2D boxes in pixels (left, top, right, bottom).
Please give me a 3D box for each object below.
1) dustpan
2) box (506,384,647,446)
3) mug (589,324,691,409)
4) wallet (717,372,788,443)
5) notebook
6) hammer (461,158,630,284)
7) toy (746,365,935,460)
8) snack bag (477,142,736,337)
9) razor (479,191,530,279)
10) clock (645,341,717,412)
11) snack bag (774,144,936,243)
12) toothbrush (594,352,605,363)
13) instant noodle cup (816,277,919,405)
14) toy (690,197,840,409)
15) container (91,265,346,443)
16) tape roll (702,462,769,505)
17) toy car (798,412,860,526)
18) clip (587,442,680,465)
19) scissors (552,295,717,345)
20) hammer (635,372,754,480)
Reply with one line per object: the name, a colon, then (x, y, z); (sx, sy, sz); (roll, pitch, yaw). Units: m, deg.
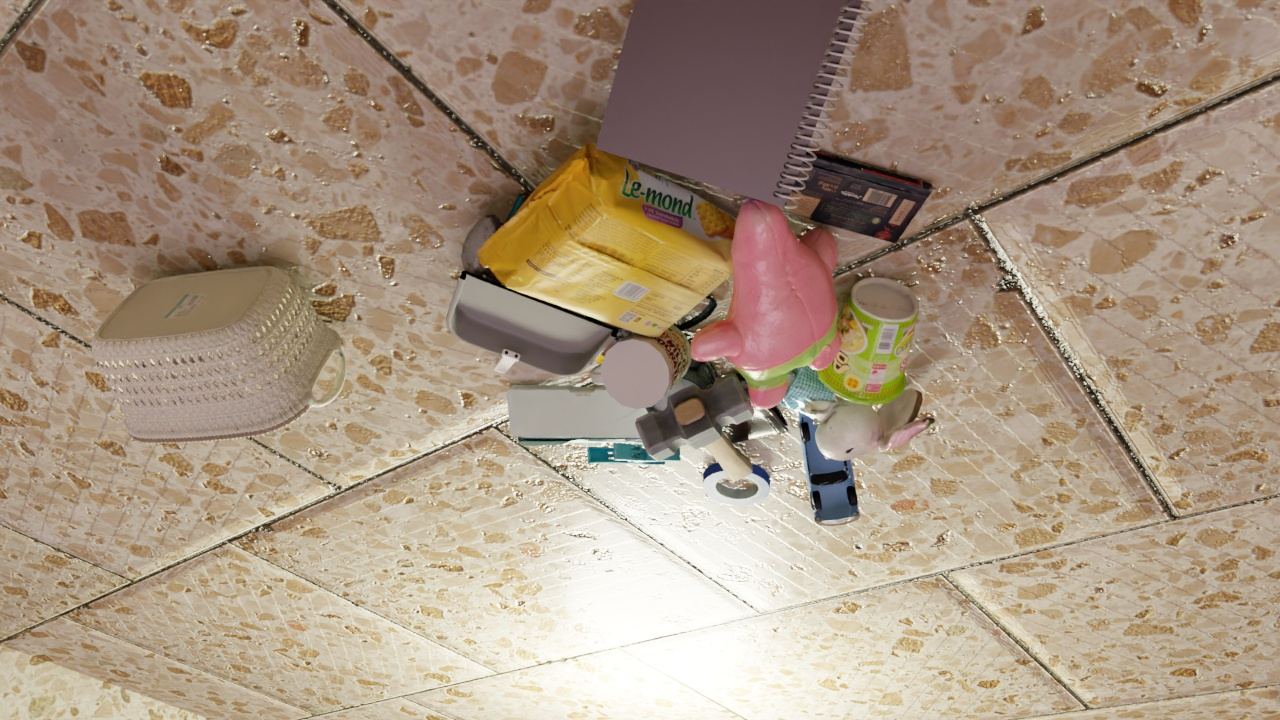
dustpan: (-0.135, -0.022, 1.014); (0.163, 0.033, 0.258); (21, 165, -11)
box: (-0.064, 0.075, 1.175); (0.197, 0.075, 0.126); (0, 159, 10)
mug: (-0.006, 0.006, 0.991); (0.105, 0.089, 0.073); (-12, 101, 21)
wallet: (0.116, 0.063, 1.138); (0.100, 0.031, 0.120); (-14, 138, 29)
notebook: (0.075, -0.238, 0.701); (0.171, 0.022, 0.209); (17, 116, -2)
hammer: (-0.043, -0.170, 0.851); (0.098, 0.052, 0.329); (16, 137, -41)
toy: (0.216, 0.062, 1.045); (0.205, 0.131, 0.106); (18, 104, 1)
snack bag: (-0.019, -0.100, 0.863); (0.247, 0.068, 0.160); (17, 137, -44)
razor: (-0.144, -0.122, 0.957); (0.042, 0.022, 0.144); (2, 142, -30)
clock: (0.041, 0.022, 1.067); (0.090, 0.052, 0.129); (-13, 120, 18)
snack bag: (0.189, -0.156, 0.865); (0.155, 0.018, 0.075); (14, 141, -8)
toothbrush: (-0.034, 0.002, 1.080); (0.135, 0.016, 0.021); (26, 154, -35)
instant noodle cup: (0.245, -0.025, 0.966); (0.099, 0.098, 0.108); (7, 133, 0)
toy: (0.126, -0.061, 0.874); (0.097, 0.191, 0.237); (36, 159, 40)
container: (-0.473, -0.009, 1.027); (0.246, 0.184, 0.143); (-5, 129, 13)
tape roll: (0.133, 0.171, 1.276); (0.093, 0.016, 0.091); (0, 140, 8)
toy car: (0.228, 0.124, 1.119); (0.056, 0.153, 0.055); (-9, 176, 6)
clip: (0.006, 0.119, 1.181); (0.113, 0.028, 0.126); (-8, 168, 42)
scissors: (-0.032, -0.053, 1.021); (0.202, 0.015, 0.204); (-28, 136, 35)
hammer: (0.091, 0.099, 1.083); (0.117, 0.051, 0.323); (-26, 158, 6)
